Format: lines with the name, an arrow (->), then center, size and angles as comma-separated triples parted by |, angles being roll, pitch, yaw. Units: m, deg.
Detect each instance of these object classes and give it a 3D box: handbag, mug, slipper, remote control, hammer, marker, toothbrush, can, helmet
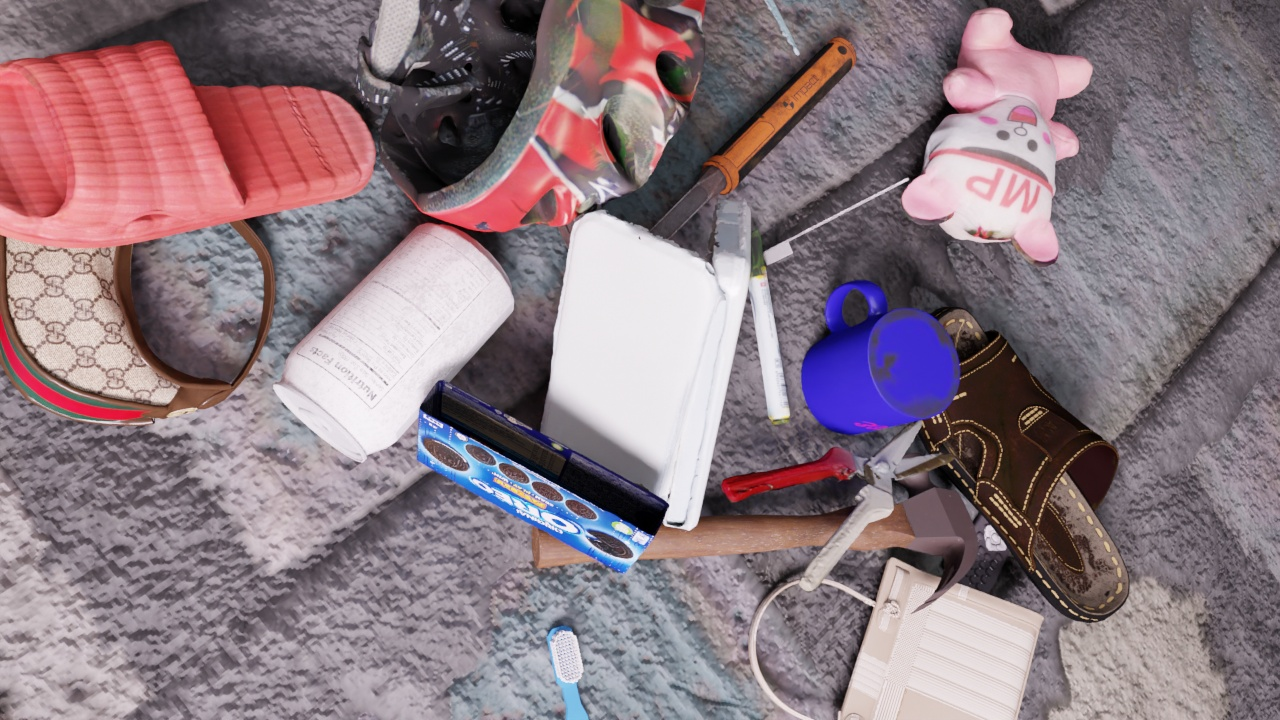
handbag -> 0.167, 0.223, 0.648 | 0.198, 0.062, 0.175 | 28, 68, -6
mug -> 0.170, -0.005, 0.675 | 0.079, 0.084, 0.111 | -13, 83, -25
slipper -> 0.301, 0.075, 0.709 | 0.112, 0.076, 0.267 | -25, 81, -26
remote control -> 0.286, 0.135, 0.734 | 0.046, 0.009, 0.124 | 48, 65, -7
hammer -> 0.087, 0.120, 0.629 | 0.322, 0.033, 0.115 | 1, 52, -18
hammer -> 0.062, -0.161, 0.694 | 0.138, 0.035, 0.313 | 46, 64, -7
marker -> 0.093, -0.025, 0.684 | 0.017, 0.017, 0.146 | -4, 79, -24
toothbrush -> -0.033, 0.249, 0.570 | 0.016, 0.014, 0.166 | -10, 83, -25
can -> -0.144, -0.012, 0.547 | 0.078, 0.078, 0.135 | 42, 66, -9
helmet -> -0.059, -0.178, 0.521 | 0.166, 0.272, 0.217 | 10, 103, -29
slipper -> -0.248, -0.123, 0.496 | 0.248, 0.059, 0.103 | -16, 77, -46
toothbrush -> 0.128, -0.091, 0.623 | 0.010, 0.182, 0.010 | -24, 91, -21
handbag -> -0.280, -0.049, 0.516 | 0.138, 0.063, 0.166 | 2, 73, -40

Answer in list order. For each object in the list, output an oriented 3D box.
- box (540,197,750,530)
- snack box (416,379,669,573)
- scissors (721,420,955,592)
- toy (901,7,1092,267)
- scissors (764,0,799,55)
box -> -0.009, 0.003, 0.548 | 0.124, 0.216, 0.106 | 6, 36, -2
snack box -> -0.062, 0.071, 0.542 | 0.150, 0.082, 0.027 | 29, 59, 3
scissors -> 0.142, 0.091, 0.642 | 0.187, 0.015, 0.178 | 16, 44, -4
toy -> 0.302, -0.186, 0.774 | 0.142, 0.084, 0.212 | 23, 69, -15
scissors -> 0.094, -0.301, 0.721 | 0.167, 0.023, 0.171 | -2, 60, -42
